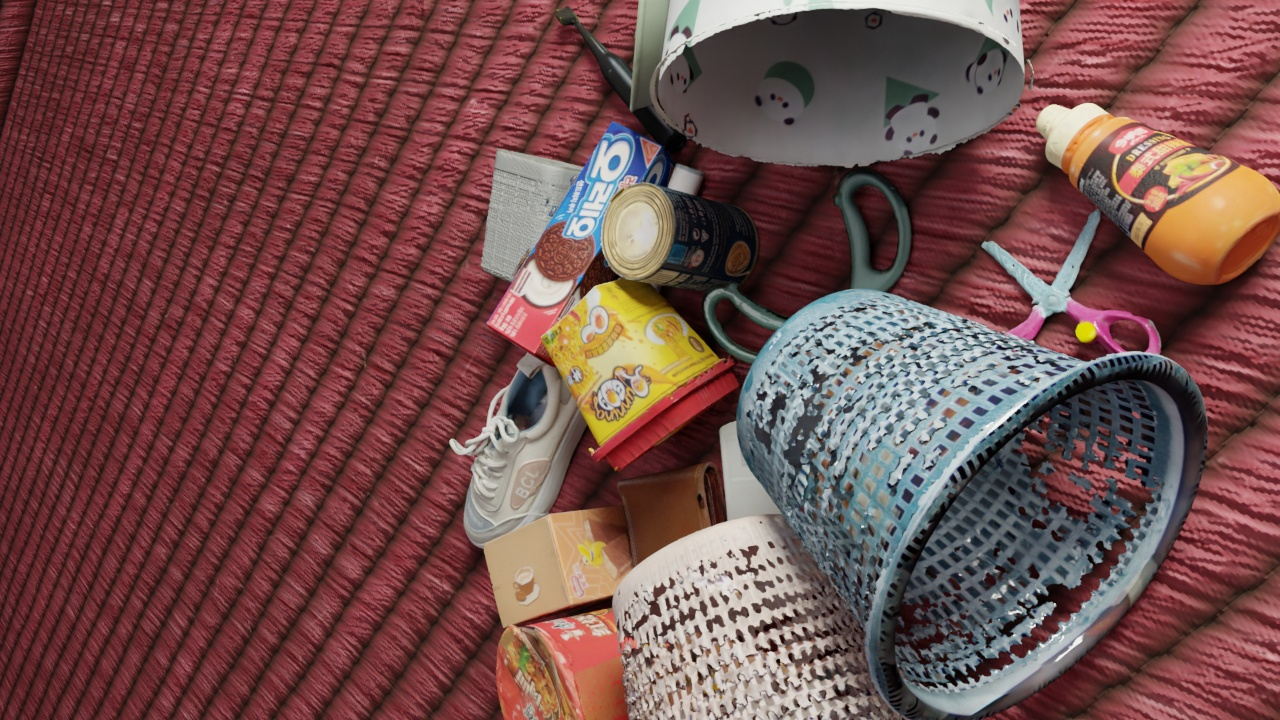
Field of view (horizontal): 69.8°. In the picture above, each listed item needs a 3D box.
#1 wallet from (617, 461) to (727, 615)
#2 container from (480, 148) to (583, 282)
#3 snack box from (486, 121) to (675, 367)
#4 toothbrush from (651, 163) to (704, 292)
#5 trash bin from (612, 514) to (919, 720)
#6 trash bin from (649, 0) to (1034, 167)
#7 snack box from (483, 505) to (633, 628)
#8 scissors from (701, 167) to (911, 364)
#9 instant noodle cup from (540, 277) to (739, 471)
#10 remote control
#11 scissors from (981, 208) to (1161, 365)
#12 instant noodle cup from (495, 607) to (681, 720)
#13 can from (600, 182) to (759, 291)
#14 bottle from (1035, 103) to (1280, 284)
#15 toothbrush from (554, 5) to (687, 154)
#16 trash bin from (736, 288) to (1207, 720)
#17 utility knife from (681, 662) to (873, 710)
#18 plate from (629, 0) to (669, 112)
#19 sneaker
[{"bbox_3d":[0.029,0.153,0.768,0.101,0.032,0.124,-21,74,42],"label":"wallet"},{"bbox_3d":[-0.087,-0.126,0.846,0.090,0.090,0.114,24,106,40],"label":"container"},{"bbox_3d":[-0.048,-0.099,0.781,0.058,0.057,0.207,31,87,22],"label":"snack box"},{"bbox_3d":[0.004,-0.063,0.802,0.026,0.026,0.221,32,109,34],"label":"toothbrush"},{"bbox_3d":[0.079,0.216,0.594,0.228,0.227,0.192,-44,53,31],"label":"trash bin"},{"bbox_3d":[0.126,-0.282,0.585,0.230,0.229,0.251,-4,79,41],"label":"trash bin"},{"bbox_3d":[-0.067,0.181,0.808,0.093,0.094,0.077,-29,70,37],"label":"snack box"},{"bbox_3d":[0.127,-0.061,0.684,0.175,0.019,0.170,13,96,29],"label":"scissors"},{"bbox_3d":[-0.004,0.004,0.732,0.116,0.115,0.123,-40,82,33],"label":"instant noodle cup"},{"bbox_3d":[0.095,0.120,0.716,0.058,0.021,0.150,-9,82,39],"label":"remote control"},{"bbox_3d":[0.260,-0.030,0.583,0.136,0.017,0.133,-56,51,26],"label":"scissors"},{"bbox_3d":[-0.040,0.271,0.756,0.138,0.108,0.138,15,109,51],"label":"instant noodle cup"},{"bbox_3d":[0.031,-0.095,0.723,0.075,0.111,0.075,-2,86,41],"label":"can"},{"bbox_3d":[0.289,-0.107,0.533,0.067,0.066,0.149,-56,48,24],"label":"bottle"},{"bbox_3d":[-0.023,-0.262,0.835,0.212,0.027,0.026,55,152,28],"label":"toothbrush"},{"bbox_3d":[0.168,0.059,0.543,0.195,0.226,0.227,44,117,52],"label":"trash bin"},{"bbox_3d":[0.100,0.250,0.709,0.231,0.015,0.033,-22,80,40],"label":"utility knife"},{"bbox_3d":[0.013,-0.310,0.712,0.027,0.230,0.230,4,91,-2],"label":"plate"},{"bbox_3d":[-0.123,0.088,0.865,0.089,0.090,0.243,47,118,34],"label":"sneaker"}]
